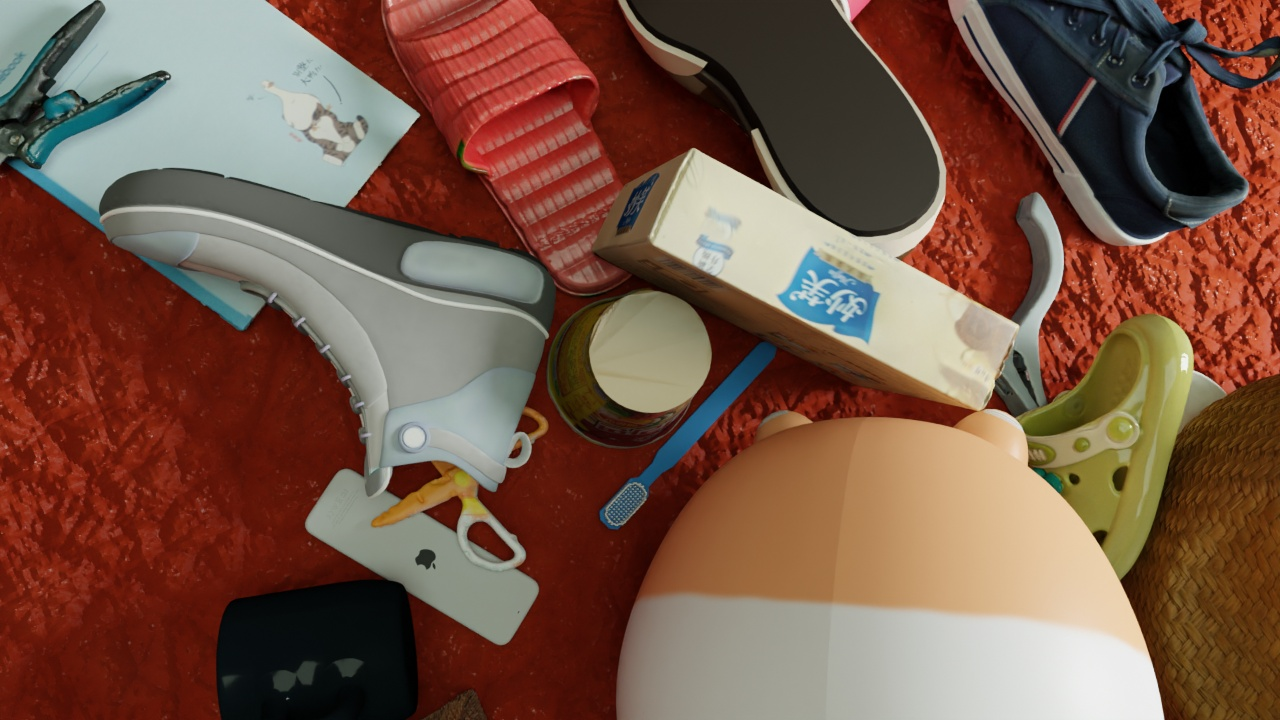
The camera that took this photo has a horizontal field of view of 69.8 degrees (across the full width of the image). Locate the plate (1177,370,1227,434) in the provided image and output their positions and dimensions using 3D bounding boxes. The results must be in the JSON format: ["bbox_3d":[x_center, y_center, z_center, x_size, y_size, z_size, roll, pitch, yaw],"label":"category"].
[{"bbox_3d":[0.371,0.058,0.647,0.104,0.026,0.104,1,84,-8],"label":"plate"}]

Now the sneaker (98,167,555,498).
[{"bbox_3d":[-0.183,-0.009,0.530,0.256,0.093,0.160,11,84,-13],"label":"sneaker"}]

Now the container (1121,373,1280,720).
[{"bbox_3d":[0.463,0.147,0.551,0.306,0.197,0.307,0,92,-13],"label":"container"}]

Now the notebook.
[{"bbox_3d":[-0.296,-0.162,0.576,0.253,0.009,0.181,36,80,-3],"label":"notebook"}]

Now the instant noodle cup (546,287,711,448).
[{"bbox_3d":[-0.004,0.003,0.551,0.100,0.112,0.100,1,85,-10],"label":"instant noodle cup"}]

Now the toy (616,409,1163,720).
[{"bbox_3d":[0.125,0.156,0.488,0.263,0.266,0.280,-2,63,22],"label":"toy"}]

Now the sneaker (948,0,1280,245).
[{"bbox_3d":[0.311,-0.215,0.598,0.120,0.127,0.294,-35,98,-14],"label":"sneaker"}]

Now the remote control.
[{"bbox_3d":[-0.135,0.122,0.571,0.146,0.008,0.045,32,80,-4],"label":"remote control"}]

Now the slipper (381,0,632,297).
[{"bbox_3d":[-0.076,-0.157,0.586,0.103,0.059,0.249,-33,91,-10],"label":"slipper"}]

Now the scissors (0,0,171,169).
[{"bbox_3d":[-0.354,-0.157,0.552,0.151,0.019,0.119,-8,86,-7],"label":"scissors"}]

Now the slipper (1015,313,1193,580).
[{"bbox_3d":[0.279,0.058,0.581,0.081,0.091,0.191,14,102,-5],"label":"slipper"}]

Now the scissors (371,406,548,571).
[{"bbox_3d":[-0.108,0.077,0.574,0.125,0.011,0.131,-27,81,-14],"label":"scissors"}]

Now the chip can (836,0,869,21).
[{"bbox_3d":[0.181,-0.323,0.637,0.069,0.069,0.220,42,79,-2],"label":"chip can"}]

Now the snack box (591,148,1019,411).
[{"bbox_3d":[0.086,-0.043,0.534,0.207,0.153,0.055,25,88,-14],"label":"snack box"}]

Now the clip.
[{"bbox_3d":[0.216,-0.039,0.634,0.164,0.031,0.168,5,82,-6],"label":"clip"}]

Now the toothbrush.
[{"bbox_3d":[0.034,0.046,0.602,0.016,0.014,0.166,44,79,-2],"label":"toothbrush"}]

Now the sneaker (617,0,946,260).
[{"bbox_3d":[0.087,-0.175,0.604,0.111,0.116,0.293,-36,71,-3],"label":"sneaker"}]

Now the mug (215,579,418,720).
[{"bbox_3d":[-0.175,0.174,0.502,0.094,0.121,0.085,-8,101,-10],"label":"mug"}]

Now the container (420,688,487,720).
[{"bbox_3d":[-0.108,0.301,0.503,0.112,0.114,0.198,-25,86,-6],"label":"container"}]
